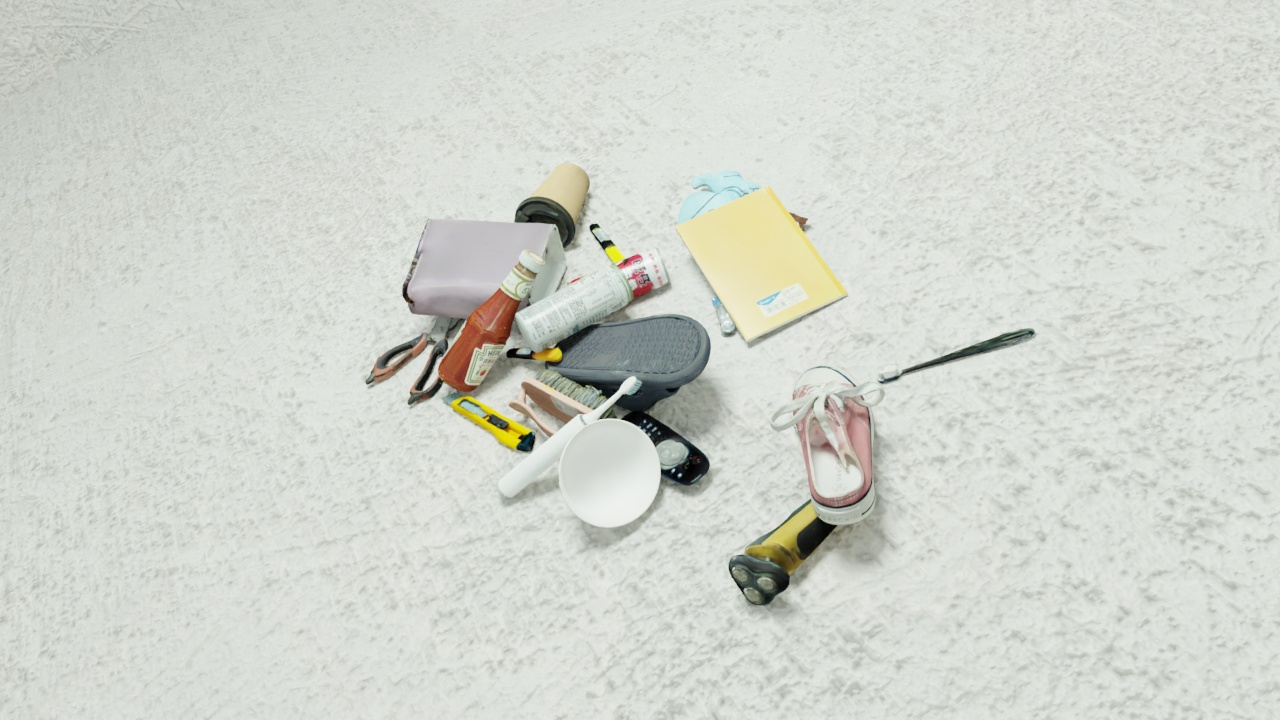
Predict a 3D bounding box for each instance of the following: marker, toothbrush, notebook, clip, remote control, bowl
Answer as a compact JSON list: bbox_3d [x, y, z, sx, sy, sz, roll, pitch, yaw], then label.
[{"bbox_3d":[-0.141,-0.008,1.202,0.124,0.015,0.018,3,49,51],"label":"marker"},{"bbox_3d":[-0.083,0.088,1.051,0.221,0.026,0.026,-40,50,19],"label":"toothbrush"},{"bbox_3d":[0.152,-0.130,1.189,0.146,0.010,0.206,-25,59,-7],"label":"notebook"},{"bbox_3d":[-0.048,-0.167,1.333,0.018,0.015,0.124,-29,43,-6],"label":"marker"},{"bbox_3d":[0.109,-0.055,1.172,0.027,0.044,0.058,-14,52,7],"label":"clip"},{"bbox_3d":[0.025,0.103,1.059,0.053,0.024,0.136,-42,50,-18],"label":"remote control"},{"bbox_3d":[-0.043,0.125,1.030,0.118,0.118,0.065,-43,10,-18],"label":"bowl"},{"bbox_3d":[0.356,-0.008,1.036,0.181,0.018,0.015,-17,44,5],"label":"toothbrush"}]

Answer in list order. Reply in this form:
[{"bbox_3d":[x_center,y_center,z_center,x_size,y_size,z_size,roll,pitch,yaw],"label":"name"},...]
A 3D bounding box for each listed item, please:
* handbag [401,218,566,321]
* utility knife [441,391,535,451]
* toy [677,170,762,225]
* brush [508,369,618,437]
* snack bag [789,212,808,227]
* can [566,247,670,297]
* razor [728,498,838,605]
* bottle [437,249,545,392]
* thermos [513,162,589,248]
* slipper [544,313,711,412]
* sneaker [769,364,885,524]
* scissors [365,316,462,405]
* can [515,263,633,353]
[{"bbox_3d":[-0.217,-0.120,1.289,0.197,0.098,0.144,4,49,15],"label":"handbag"},{"bbox_3d":[-0.198,0.075,1.176,0.178,0.015,0.033,24,60,36],"label":"utility knife"},{"bbox_3d":[0.108,-0.212,1.286,0.156,0.050,0.161,-31,50,-18],"label":"toy"},{"bbox_3d":[-0.098,0.059,1.120,0.146,0.063,0.073,25,63,37],"label":"brush"},{"bbox_3d":[0.178,-0.164,1.234,0.105,0.026,0.045,-44,46,-21],"label":"snack bag"},{"bbox_3d":[-0.029,-0.106,1.243,0.133,0.053,0.053,-22,46,2],"label":"can"},{"bbox_3d":[0.163,0.177,0.924,0.167,0.062,0.068,-37,18,-20],"label":"razor"},{"bbox_3d":[-0.190,-0.052,1.190,0.206,0.059,0.059,-54,45,17],"label":"bottle"},{"bbox_3d":[-0.127,-0.233,1.373,0.093,0.093,0.142,0,44,21],"label":"thermos"},{"bbox_3d":[-0.007,0.007,1.128,0.269,0.083,0.110,2,48,47],"label":"slipper"},{"bbox_3d":[0.199,0.062,0.959,0.118,0.088,0.240,-9,31,12],"label":"sneaker"},{"bbox_3d":[-0.298,-0.025,1.303,0.224,0.015,0.189,-30,47,-6],"label":"scissors"},{"bbox_3d":[-0.085,-0.067,1.173,0.146,0.058,0.058,-30,46,-13],"label":"can"}]
